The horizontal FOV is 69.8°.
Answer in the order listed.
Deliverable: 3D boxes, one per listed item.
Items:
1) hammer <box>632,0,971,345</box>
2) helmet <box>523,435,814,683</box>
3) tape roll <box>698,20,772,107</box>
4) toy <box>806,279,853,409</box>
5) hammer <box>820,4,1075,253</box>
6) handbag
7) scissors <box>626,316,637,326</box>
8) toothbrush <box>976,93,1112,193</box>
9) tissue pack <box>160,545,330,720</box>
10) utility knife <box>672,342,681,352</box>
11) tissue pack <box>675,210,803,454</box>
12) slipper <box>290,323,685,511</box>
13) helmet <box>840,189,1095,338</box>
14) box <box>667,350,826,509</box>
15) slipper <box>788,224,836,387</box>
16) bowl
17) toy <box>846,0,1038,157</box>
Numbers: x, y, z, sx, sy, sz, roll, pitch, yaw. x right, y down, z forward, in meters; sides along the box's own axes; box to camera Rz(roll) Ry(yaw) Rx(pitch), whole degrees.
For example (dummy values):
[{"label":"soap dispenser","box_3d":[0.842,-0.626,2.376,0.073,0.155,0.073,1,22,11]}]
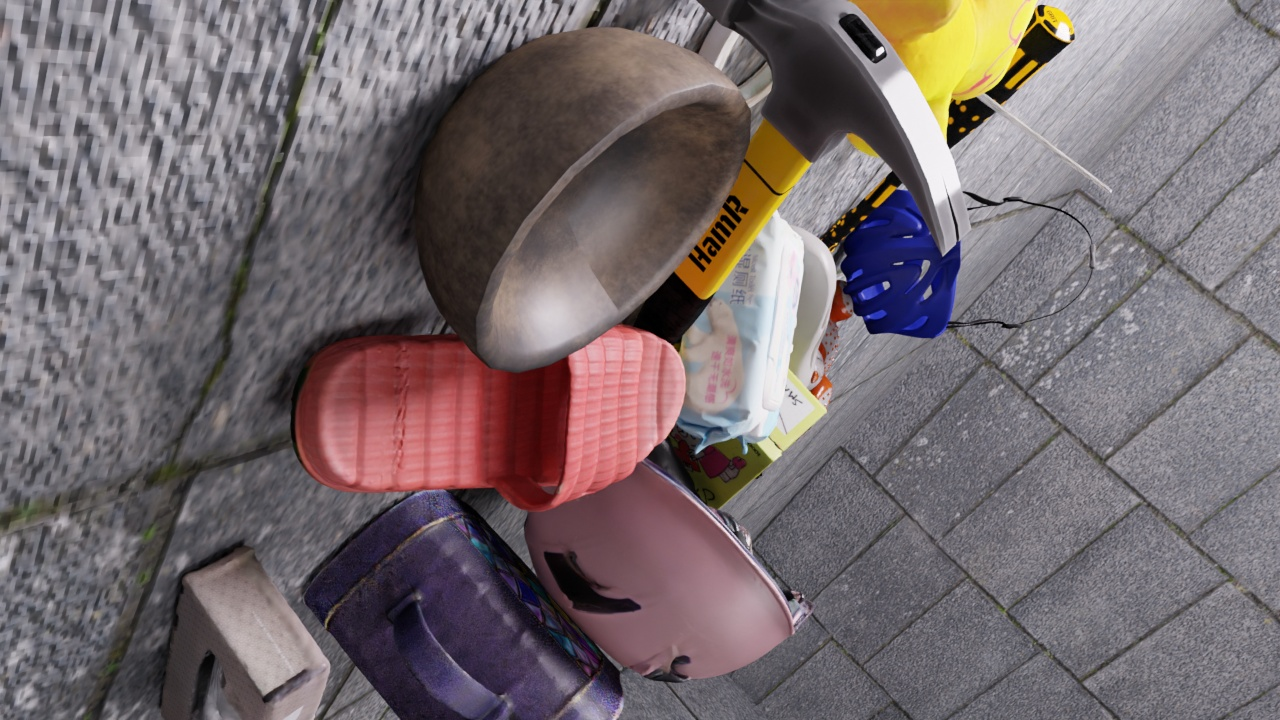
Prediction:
[{"label":"hammer","box_3d":[0.045,-0.060,0.519,0.034,0.170,0.325,-38,171,-33]},{"label":"helmet","box_3d":[0.004,0.141,0.690,0.152,0.230,0.255,-40,-160,-6]},{"label":"tape roll","box_3d":[0.066,-0.175,0.501,0.093,0.013,0.093,-39,163,-15]},{"label":"toy","box_3d":[0.174,-0.007,1.012,0.172,0.093,0.164,-17,126,-51]},{"label":"hammer","box_3d":[0.232,-0.170,0.777,0.123,0.036,0.322,-45,178,-41]},{"label":"handbag","box_3d":[-0.121,0.209,0.662,0.125,0.205,0.222,-43,169,-7]},{"label":"scissors","box_3d":[-0.017,-0.019,0.674,0.227,0.016,0.134,-34,161,-32]},{"label":"toothbrush","box_3d":[0.273,-0.183,0.673,0.010,0.181,0.010,-48,168,0]},{"label":"tissue pack","box_3d":[-0.239,0.201,0.534,0.071,0.104,0.182,-22,154,-47]},{"label":"utility knife","box_3d":[-0.004,0.004,0.730,0.030,0.019,0.218,-51,166,17]},{"label":"tissue pack","box_3d":[0.074,-0.021,0.664,0.112,0.070,0.182,18,78,-73]},{"label":"slipper","box_3d":[-0.055,0.027,0.487,0.248,0.059,0.103,-4,96,-45]},{"label":"helmet","box_3d":[0.316,-0.095,0.919,0.241,0.228,0.147,27,64,-83]},{"label":"box","box_3d":[0.058,0.069,0.835,0.081,0.124,0.222,-35,171,-34]},{"label":"slipper","box_3d":[0.120,-0.032,0.835,0.080,0.113,0.267,-47,162,-35]},{"label":"bowl","box_3d":[-0.032,-0.076,0.410,0.162,0.070,0.162,-40,163,-15]},{"label":"toy","box_3d":[0.182,-0.206,0.577,0.193,0.087,0.135,-36,144,-36]}]
